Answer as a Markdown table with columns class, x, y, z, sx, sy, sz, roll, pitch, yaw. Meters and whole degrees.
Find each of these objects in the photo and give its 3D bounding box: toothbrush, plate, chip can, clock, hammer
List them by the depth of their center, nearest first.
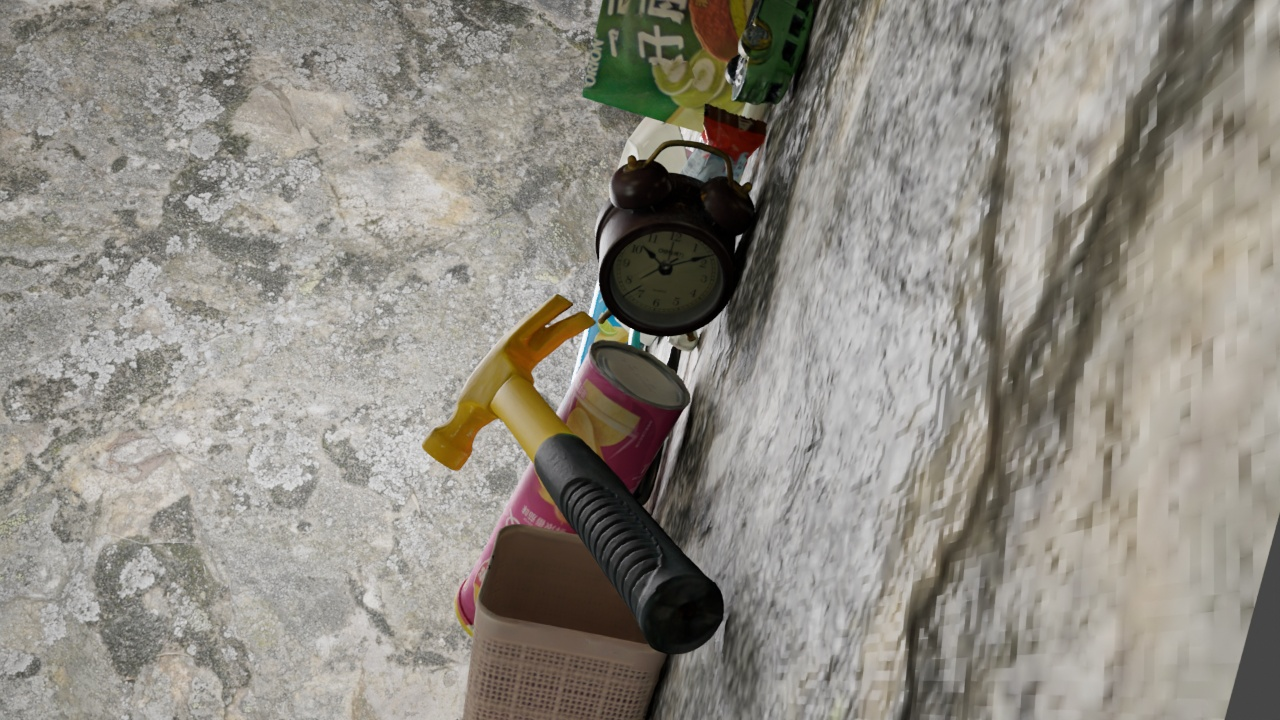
| class | x | y | z | sx | sy | sz | roll | pitch | yaw |
| --- | --- | --- | --- | --- | --- | --- | --- | --- | --- |
| hammer | -0.039 | 0.048 | 0.455 | 0.129 | 0.033 | 0.301 | -54 | 28 | 1 |
| clock | 0.017 | -0.068 | 0.511 | 0.055 | 0.082 | 0.122 | -88 | 12 | -52 |
| toothbrush | 0.052 | -0.096 | 0.571 | 0.029 | 0.020 | 0.190 | 40 | 118 | 51 |
| chip can | -0.047 | 0.090 | 0.589 | 0.211 | 0.071 | 0.071 | -61 | 10 | 22 |
| toothbrush | 0.021 | 0.010 | 0.623 | 0.018 | 0.015 | 0.181 | 155 | 131 | -73 |
| plate | -0.001 | -0.110 | 0.806 | 0.266 | 0.034 | 0.162 | 125 | 139 | -73 |
| chip can | -0.019 | -0.055 | 0.986 | 0.071 | 0.071 | 0.210 | -159 | 83 | -86 |

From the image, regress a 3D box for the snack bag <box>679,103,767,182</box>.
| class | x | y | z | sx | sy | sz | roll | pitch | yaw |
| --- | --- | --- | --- | --- | --- | --- | --- | --- | --- |
| snack bag | 0.033 | -0.099 | 0.543 | 0.104 | 0.048 | 0.026 | -58 | 35 | 32 |

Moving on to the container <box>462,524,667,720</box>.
| class | x | y | z | sx | sy | sz | roll | pitch | yaw |
| --- | --- | --- | --- | --- | --- | --- | --- | --- | --- |
| container | -0.040 | 0.156 | 0.454 | 0.090 | 0.090 | 0.111 | -91 | 13 | -73 |

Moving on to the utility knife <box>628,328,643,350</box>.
| class | x | y | z | sx | sy | sz | roll | pitch | yaw |
| --- | --- | --- | --- | --- | --- | --- | --- | --- | --- |
| utility knife | -0.004 | 0.004 | 0.732 | 0.029 | 0.013 | 0.216 | -112 | 25 | -71 |

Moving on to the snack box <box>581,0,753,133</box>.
| class | x | y | z | sx | sy | sz | roll | pitch | yaw |
| --- | --- | --- | --- | --- | --- | --- | --- | --- | --- |
| snack box | 0.047 | -0.251 | 0.532 | 0.241 | 0.114 | 0.063 | 111 | 174 | -45 |

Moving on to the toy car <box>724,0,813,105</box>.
| class | x | y | z | sx | sy | sz | roll | pitch | yaw |
| --- | --- | --- | --- | --- | --- | --- | --- | --- | --- |
| toy car | 0.071 | -0.181 | 0.490 | 0.043 | 0.036 | 0.091 | 135 | 148 | -84 |

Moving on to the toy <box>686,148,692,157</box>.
| class | x | y | z | sx | sy | sz | roll | pitch | yaw |
| --- | --- | --- | --- | --- | --- | --- | --- | --- | --- |
| toy | 0.033 | -0.146 | 0.828 | 0.108 | 0.039 | 0.083 | 113 | 160 | -63 |
